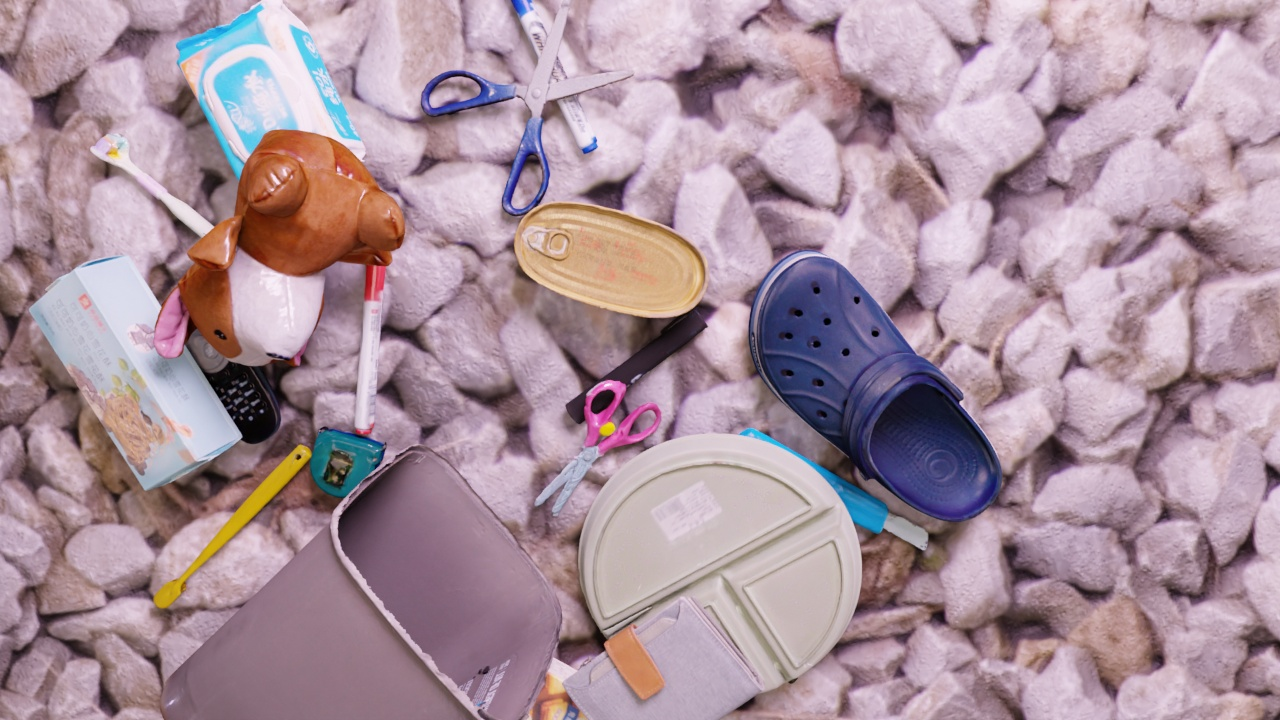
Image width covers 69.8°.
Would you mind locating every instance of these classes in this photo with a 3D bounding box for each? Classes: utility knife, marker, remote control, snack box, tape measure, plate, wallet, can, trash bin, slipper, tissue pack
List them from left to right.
[{"bbox_3d":[-0.397,0.011,0.723,0.074,0.051,0.175,-26,98,29],"label":"snack box"},{"bbox_3d":[-0.337,0.004,0.744,0.053,0.024,0.136,-30,96,13],"label":"remote control"},{"bbox_3d":[-0.278,-0.191,0.691,0.090,0.063,0.140,-24,97,6],"label":"tissue pack"},{"bbox_3d":[-0.242,0.085,0.752,0.058,0.025,0.054,16,98,1],"label":"tape measure"},{"bbox_3d":[-0.208,0.218,0.695,0.220,0.198,0.198,-38,95,14],"label":"trash bin"},{"bbox_3d":[-0.218,-0.012,0.740,0.017,0.017,0.145,7,99,1],"label":"marker"},{"bbox_3d":[-0.069,-0.227,0.700,0.017,0.017,0.146,-24,97,6],"label":"marker"},{"bbox_3d":[-0.064,0.309,0.776,0.140,0.033,0.087,30,99,-4],"label":"snack box"},{"bbox_3d":[-0.021,-0.078,0.705,0.148,0.049,0.075,15,99,0],"label":"can"},{"bbox_3d":[-0.004,0.004,0.732,0.132,0.020,0.022,-37,89,7],"label":"marker"},{"bbox_3d":[0.015,0.257,0.727,0.130,0.037,0.106,-38,95,11],"label":"wallet"},{"bbox_3d":[0.061,0.171,0.736,0.230,0.027,0.230,1,103,6],"label":"plate"},{"bbox_3d":[0.154,0.107,0.742,0.185,0.018,0.034,28,114,-3],"label":"utility knife"},{"bbox_3d":[0.178,0.032,0.693,0.105,0.095,0.253,-42,98,5],"label":"slipper"}]

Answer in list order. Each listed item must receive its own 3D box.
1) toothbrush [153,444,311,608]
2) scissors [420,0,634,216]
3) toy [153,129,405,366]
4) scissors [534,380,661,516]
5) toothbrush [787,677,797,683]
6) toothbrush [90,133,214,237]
[{"bbox_3d":[-0.342,0.140,0.771,0.015,0.016,0.190,44,97,-4],"label":"toothbrush"},{"bbox_3d":[-0.089,-0.194,0.697,0.162,0.012,0.176,13,107,9],"label":"scissors"},{"bbox_3d":[-0.257,-0.063,0.659,0.200,0.140,0.130,-42,53,27],"label":"toy"},{"bbox_3d":[-0.033,0.079,0.746,0.076,0.017,0.138,20,111,-26],"label":"scissors"},{"bbox_3d":[0.065,0.203,0.764,0.017,0.012,0.186,-42,95,14],"label":"toothbrush"},{"bbox_3d":[-0.352,-0.110,0.730,0.189,0.029,0.020,41,140,-5],"label":"toothbrush"}]
